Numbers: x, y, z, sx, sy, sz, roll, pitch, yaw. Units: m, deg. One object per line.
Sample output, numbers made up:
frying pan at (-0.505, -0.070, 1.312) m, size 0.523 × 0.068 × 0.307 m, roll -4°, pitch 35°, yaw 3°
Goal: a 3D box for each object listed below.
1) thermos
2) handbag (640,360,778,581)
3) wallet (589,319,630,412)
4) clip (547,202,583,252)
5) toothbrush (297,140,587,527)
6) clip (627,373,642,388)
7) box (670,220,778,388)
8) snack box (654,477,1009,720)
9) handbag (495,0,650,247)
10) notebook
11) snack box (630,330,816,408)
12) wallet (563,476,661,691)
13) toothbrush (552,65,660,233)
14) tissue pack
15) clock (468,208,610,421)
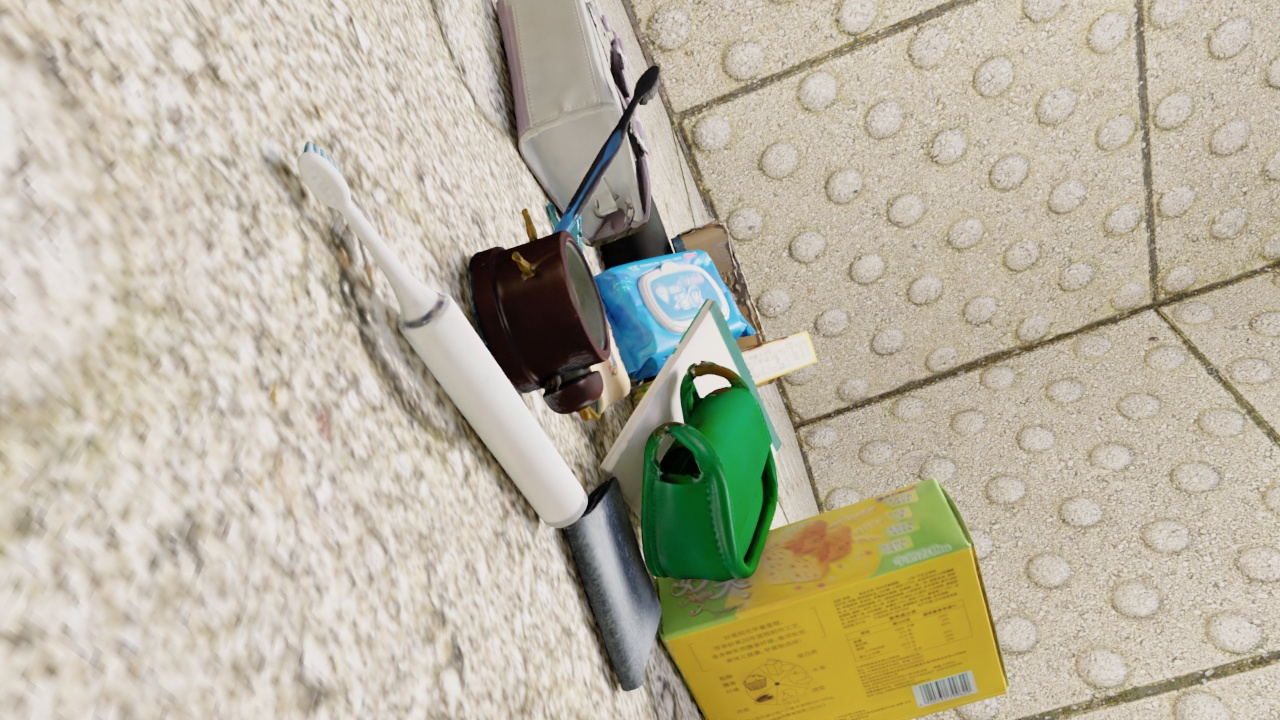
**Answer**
thermos at (0.006, -0.084, 0.873) m, size 0.090 × 0.068 × 0.242 m, roll 126°, pitch -53°, yaw -71°
handbag at (0.043, 0.074, 0.604) m, size 0.131 × 0.068 × 0.120 m, roll -47°, pitch 128°, yaw -61°
wallet at (-0.034, -0.009, 0.666) m, size 0.115 × 0.024 × 0.087 m, roll -27°, pitch 96°, yaw -79°
clip at (-0.056, -0.102, 0.728) m, size 0.013 × 0.039 × 0.056 m, roll 8°, pitch 69°, yaw -76°
toothbrush at (-0.079, 0.000, 0.399) m, size 0.221 × 0.027 × 0.026 m, roll 61°, pitch 3°, yaw -39°
clip at (-0.006, 0.005, 0.785) m, size 0.058 × 0.027 × 0.045 m, roll -94°, pitch 169°, yaw -56°
box at (0.085, -0.045, 0.913) m, size 0.089 × 0.060 × 0.184 m, roll -81°, pitch 154°, yaw -82°
snack box at (0.134, 0.188, 0.644) m, size 0.070 × 0.210 × 0.158 m, roll -94°, pitch 162°, yaw -58°
handbag at (-0.051, -0.218, 0.793) m, size 0.145 × 0.098 × 0.196 m, roll 66°, pitch 10°, yaw -54°
notebook at (0.049, 0.072, 0.706) m, size 0.150 × 0.012 × 0.209 m, roll -56°, pitch 143°, yaw -21°
snack box at (0.071, 0.013, 0.787) m, size 0.087 × 0.140 × 0.033 m, roll -18°, pitch -88°, yaw 60°
wallet at (-0.013, 0.126, 0.541) m, size 0.120 × 0.019 × 0.097 m, roll -27°, pitch 99°, yaw -81°
toothbrush at (-0.028, -0.143, 0.671) m, size 0.189 × 0.014 × 0.016 m, roll -63°, pitch 165°, yaw -18°
tissue pack at (0.029, -0.044, 0.781) m, size 0.156 × 0.052 × 0.095 m, roll -16°, pitch 71°, yaw -40°
clock at (-0.049, -0.018, 0.509) m, size 0.082 × 0.055 × 0.122 m, roll -94°, pitch 163°, yaw -57°
